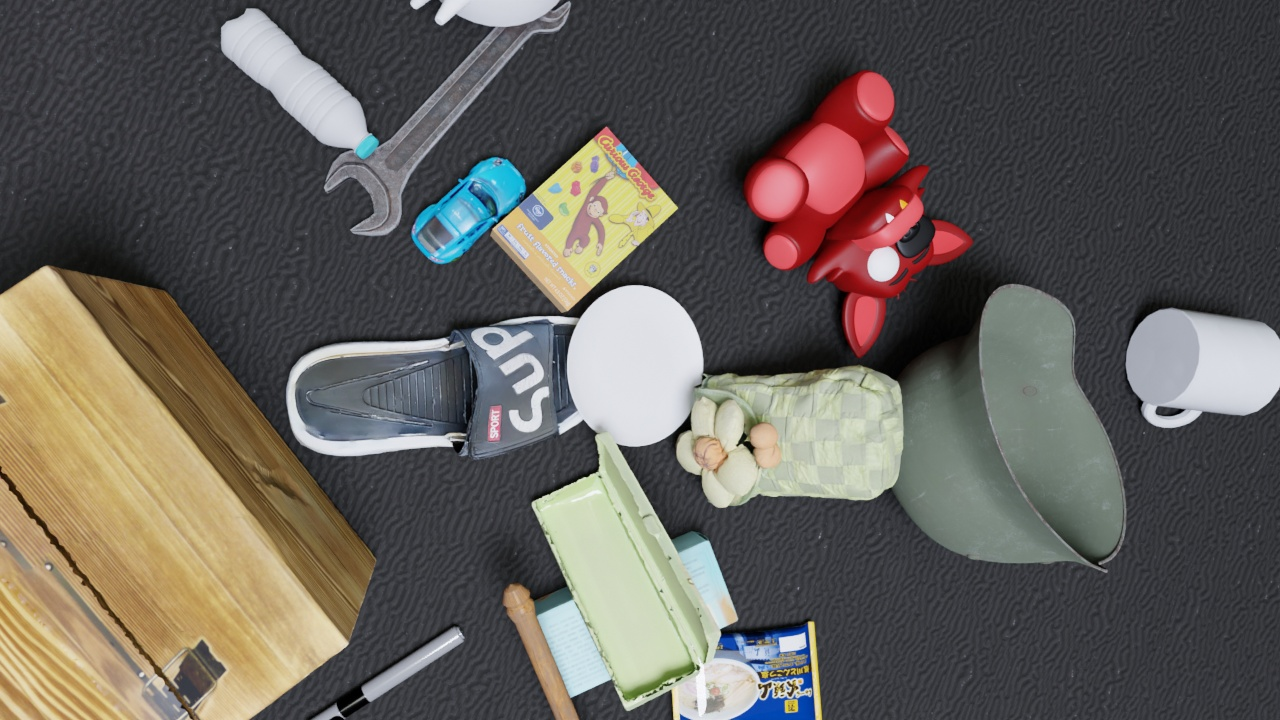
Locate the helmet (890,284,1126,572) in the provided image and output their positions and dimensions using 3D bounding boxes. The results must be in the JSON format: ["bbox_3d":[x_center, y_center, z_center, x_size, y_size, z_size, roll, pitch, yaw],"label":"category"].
[{"bbox_3d":[0.296,0.077,0.769,0.267,0.154,0.226,27,56,-30],"label":"helmet"}]

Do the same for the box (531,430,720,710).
[{"bbox_3d":[-0.020,0.161,0.710,0.082,0.098,0.187,-24,57,-13],"label":"box"}]

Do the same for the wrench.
[{"bbox_3d":[-0.155,-0.215,0.756,0.070,0.010,0.273,41,83,-9],"label":"wrench"}]

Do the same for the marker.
[{"bbox_3d":[-0.207,0.262,0.750,0.140,0.016,0.016,-32,97,-9],"label":"marker"}]

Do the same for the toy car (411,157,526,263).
[{"bbox_3d":[-0.139,-0.124,0.750,0.105,0.032,0.048,-42,98,-9],"label":"toy car"}]

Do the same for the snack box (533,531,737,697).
[{"bbox_3d":[-0.011,0.213,0.771,0.174,0.053,0.075,-22,95,-12],"label":"snack box"}]

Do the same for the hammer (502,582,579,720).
[{"bbox_3d":[-0.045,0.309,0.719,0.162,0.083,0.318,-22,107,-10],"label":"hammer"}]

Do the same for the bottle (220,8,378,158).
[{"bbox_3d":[-0.262,-0.211,0.714,0.136,0.044,0.044,43,83,-7],"label":"bottle"}]

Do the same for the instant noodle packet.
[{"bbox_3d":[0.093,0.280,0.806,0.134,0.026,0.087,-2,82,-12],"label":"instant noodle packet"}]

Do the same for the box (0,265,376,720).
[{"bbox_3d":[-0.390,0.149,0.570,0.336,0.287,0.279,-35,97,-11],"label":"box"}]

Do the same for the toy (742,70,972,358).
[{"bbox_3d":[0.184,-0.123,0.778,0.158,0.120,0.197,-45,107,-10],"label":"toy"}]

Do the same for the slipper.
[{"bbox_3d":[-0.147,0.024,0.736,0.263,0.063,0.111,-4,91,-10],"label":"slipper"}]

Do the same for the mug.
[{"bbox_3d":[0.522,0.014,0.865,0.090,0.091,0.121,7,122,-12],"label":"mug"}]

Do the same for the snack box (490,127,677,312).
[{"bbox_3d":[-0.047,-0.115,0.764,0.125,0.040,0.088,-44,99,-8],"label":"snack box"}]

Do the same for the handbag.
[{"bbox_3d":[0.112,0.062,0.737,0.116,0.187,0.113,-11,93,-52],"label":"handbag"}]

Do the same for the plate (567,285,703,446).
[{"bbox_3d":[-0.004,0.005,0.774,0.134,0.011,0.134,-1,91,-32],"label":"plate"}]

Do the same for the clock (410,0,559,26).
[{"bbox_3d":[-0.112,-0.333,0.734,0.160,0.073,0.125,-28,83,-13],"label":"clock"}]
